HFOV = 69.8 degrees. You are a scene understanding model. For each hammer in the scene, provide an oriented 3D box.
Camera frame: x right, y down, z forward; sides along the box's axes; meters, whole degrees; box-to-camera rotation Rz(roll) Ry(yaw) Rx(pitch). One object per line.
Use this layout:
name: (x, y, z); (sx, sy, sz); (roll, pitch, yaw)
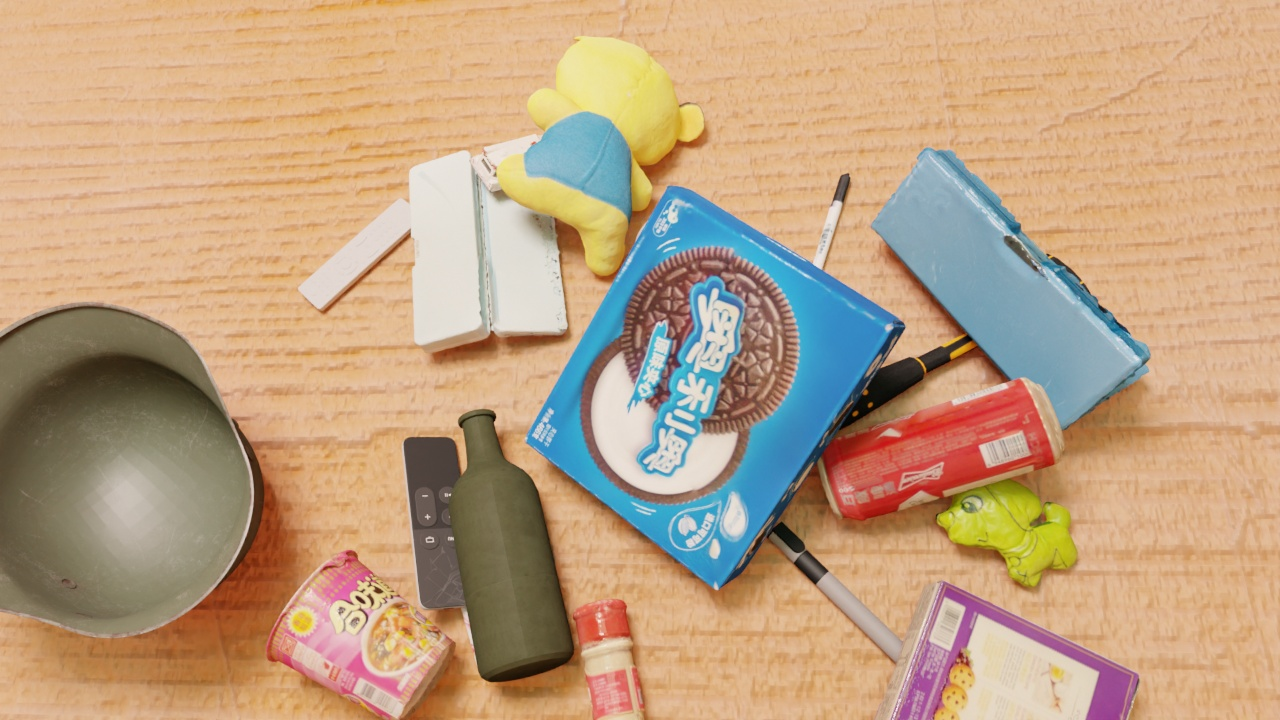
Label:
hammer: (0.226, 0.003, 0.752); (0.320, 0.036, 0.123); (-25, 65, -7)

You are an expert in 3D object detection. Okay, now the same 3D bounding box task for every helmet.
helmet: (-0.394, 0.102, 0.712); (0.268, 0.154, 0.226); (36, 74, 20)

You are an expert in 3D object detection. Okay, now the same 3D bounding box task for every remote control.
remote control: (-0.261, -0.099, 0.862); (0.033, 0.012, 0.130); (40, 77, 18)
remote control: (-0.163, 0.128, 0.737); (0.045, 0.008, 0.146); (3, 57, -28)

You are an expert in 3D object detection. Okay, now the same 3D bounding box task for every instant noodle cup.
instant noodle cup: (-0.201, 0.211, 0.682); (0.108, 0.098, 0.097); (31, 73, 9)

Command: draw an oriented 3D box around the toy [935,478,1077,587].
toy: (0.277, 0.124, 0.691); (0.094, 0.036, 0.093); (-21, 69, -10)

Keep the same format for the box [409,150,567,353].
box: (-0.143, -0.105, 0.831); (0.136, 0.049, 0.197); (-6, 64, -4)

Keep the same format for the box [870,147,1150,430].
box: (0.304, -0.065, 0.734); (0.102, 0.094, 0.231); (-16, 59, -37)

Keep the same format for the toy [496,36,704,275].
toy: (-0.030, -0.201, 0.823); (0.149, 0.084, 0.213); (37, 63, -20)

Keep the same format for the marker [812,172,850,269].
marker: (0.164, -0.105, 0.816); (0.011, 0.011, 0.152); (16, 70, 13)

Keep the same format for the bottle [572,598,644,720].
bottle: (-0.021, 0.233, 0.674); (0.044, 0.044, 0.109); (-13, 67, 1)

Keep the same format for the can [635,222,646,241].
can: (0.058, -0.059, 0.771); (0.079, 0.079, 0.142); (-28, 67, -6)

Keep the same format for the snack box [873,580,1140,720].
snack box: (0.244, 0.248, 0.628); (0.148, 0.041, 0.143); (25, 72, 8)

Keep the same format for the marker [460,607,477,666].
marker: (-0.143, 0.179, 0.728); (0.013, 0.013, 0.142); (-22, 66, -3)

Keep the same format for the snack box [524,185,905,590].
snack box: (0.049, 0.020, 0.691); (0.195, 0.056, 0.239); (35, 105, 18)

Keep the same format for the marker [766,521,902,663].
marker: (0.152, 0.178, 0.692); (0.016, 0.016, 0.140); (-42, 69, -12)

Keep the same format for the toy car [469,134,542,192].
toy car: (-0.099, -0.190, 0.849); (0.112, 0.039, 0.039); (-25, 72, -31)

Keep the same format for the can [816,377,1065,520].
can: (0.221, 0.068, 0.685); (0.170, 0.067, 0.067); (-20, 65, 15)

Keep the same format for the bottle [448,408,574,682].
bottle: (-0.108, 0.136, 0.710); (0.071, 0.071, 0.206); (-16, 66, -1)
